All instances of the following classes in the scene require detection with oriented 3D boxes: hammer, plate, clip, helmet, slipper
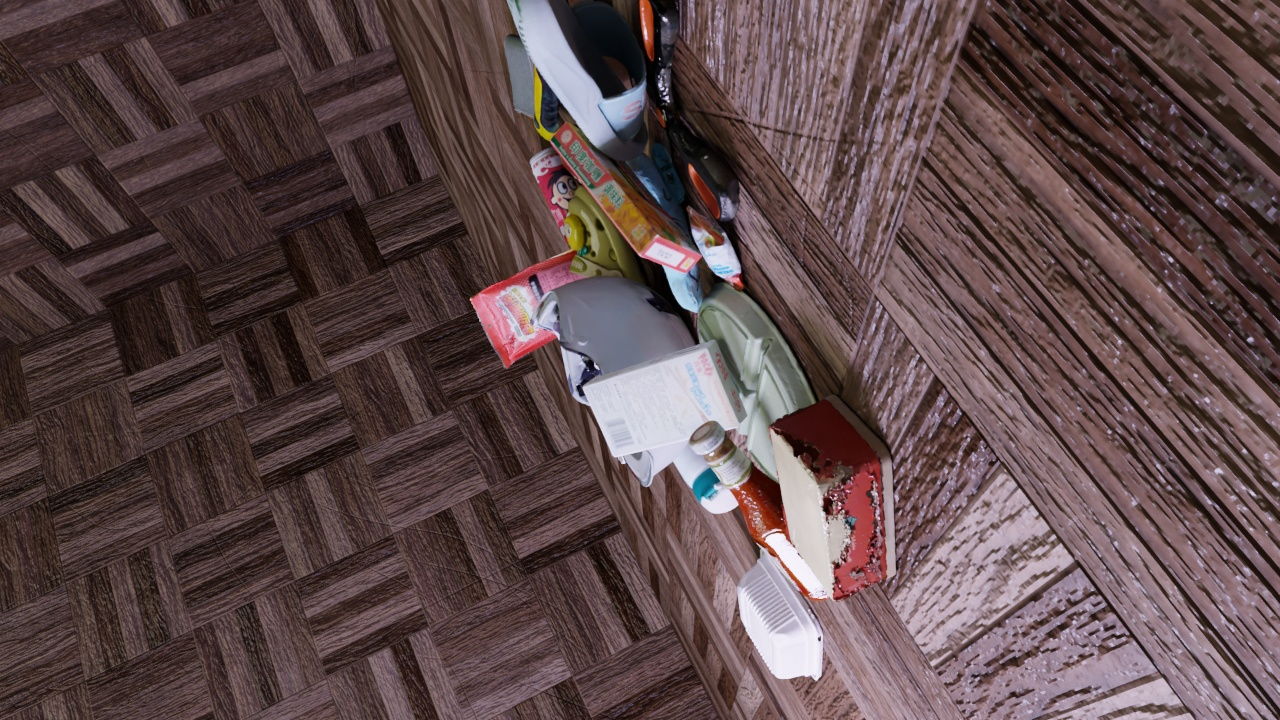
[{"bbox_3d":[-0.101,-0.318,0.977,0.126,0.032,0.323,63,171,5],"label":"hammer"},{"bbox_3d":[0.113,0.033,0.888,0.230,0.027,0.230,61,170,19],"label":"plate"},{"bbox_3d":[0.024,-0.166,0.819,0.046,0.014,0.057,85,161,-82],"label":"clip"},{"bbox_3d":[-0.007,0.006,1.090,0.258,0.145,0.229,59,171,-13],"label":"helmet"},{"bbox_3d":[-0.050,-0.129,1.175,0.190,0.081,0.092,65,167,-14],"label":"slipper"},{"bbox_3d":[-0.040,-0.252,0.751,0.104,0.074,0.245,70,-167,17],"label":"slipper"}]

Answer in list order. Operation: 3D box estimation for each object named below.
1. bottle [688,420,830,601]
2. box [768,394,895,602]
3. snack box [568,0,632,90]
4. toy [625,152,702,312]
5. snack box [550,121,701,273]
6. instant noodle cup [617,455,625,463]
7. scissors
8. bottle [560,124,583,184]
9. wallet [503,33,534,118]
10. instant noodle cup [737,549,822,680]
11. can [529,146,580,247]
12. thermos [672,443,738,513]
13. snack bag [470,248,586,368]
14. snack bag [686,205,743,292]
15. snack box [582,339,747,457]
[{"bbox_3d":[0.120,0.139,0.858,0.206,0.059,0.060,49,174,-15],"label":"bottle"},{"bbox_3d":[0.153,0.121,0.755,0.091,0.077,0.168,54,166,48],"label":"box"},{"bbox_3d":[-0.055,-0.317,0.912,0.157,0.026,0.084,52,164,51],"label":"snack box"},{"bbox_3d":[0.023,-0.128,0.896,0.156,0.050,0.161,-118,7,-60],"label":"toy"},{"bbox_3d":[-0.014,-0.144,0.816,0.077,0.027,0.155,13,-144,-57],"label":"snack box"},{"bbox_3d":[0.008,0.092,1.305,0.099,0.110,0.099,62,170,19],"label":"instant noodle cup"},{"bbox_3d":[0.032,-0.205,0.771,0.231,0.021,0.220,82,164,-67],"label":"scissors"},{"bbox_3d":[-0.048,-0.219,1.017,0.175,0.057,0.057,52,163,52],"label":"bottle"},{"bbox_3d":[-0.143,-0.369,1.201,0.129,0.037,0.107,-135,33,-59],"label":"wallet"},{"bbox_3d":[0.176,0.342,1.194,0.138,0.060,0.174,56,168,38],"label":"instant noodle cup"},{"bbox_3d":[-0.105,-0.228,1.280,0.132,0.053,0.053,65,170,4],"label":"can"},{"bbox_3d":[0.061,0.097,1.189,0.224,0.073,0.073,57,167,33],"label":"thermos"},{"bbox_3d":[-0.125,-0.087,1.286,0.073,0.207,0.129,44,158,51],"label":"snack bag"},{"bbox_3d":[0.066,-0.095,0.786,0.048,0.026,0.104,48,-178,24],"label":"snack bag"},{"bbox_3d":[0.022,0.041,0.921,0.026,0.157,0.085,-37,-74,-56],"label":"snack box"}]
